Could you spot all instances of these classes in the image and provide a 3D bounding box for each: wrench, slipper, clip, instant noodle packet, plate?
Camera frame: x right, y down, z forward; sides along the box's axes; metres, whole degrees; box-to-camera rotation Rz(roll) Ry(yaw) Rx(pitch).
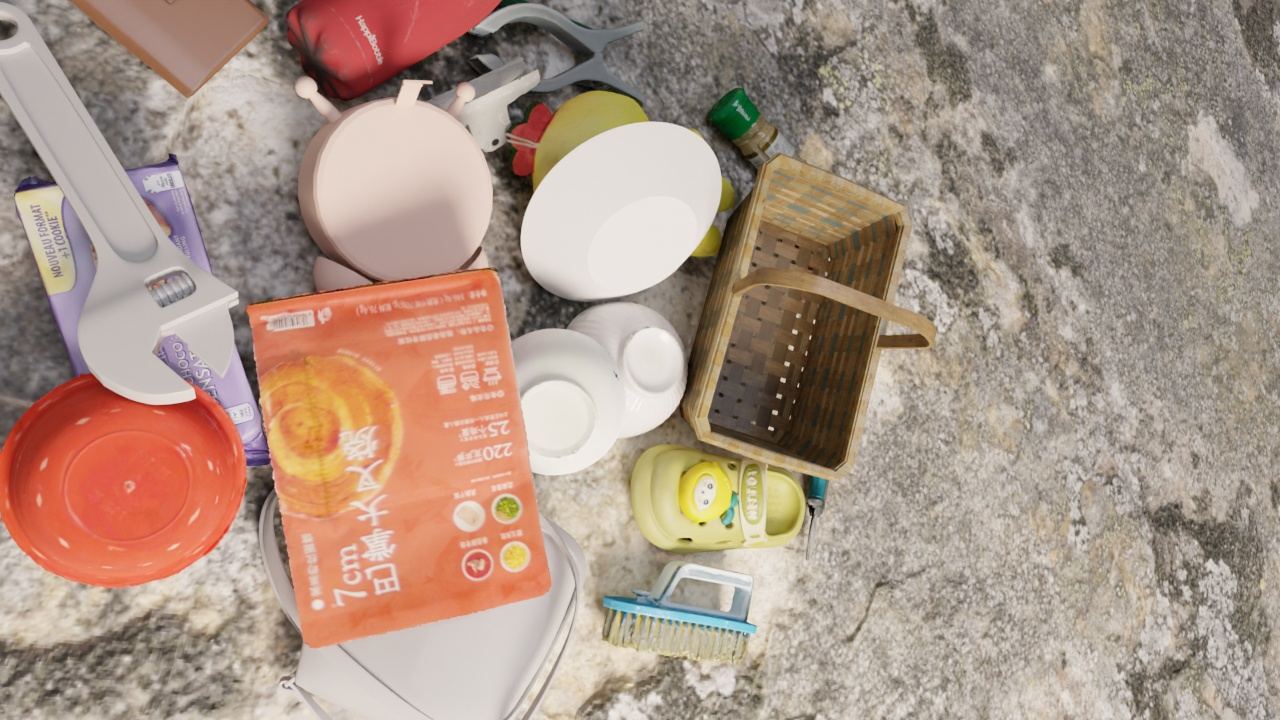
[{"bbox_3d":[-0.326,-0.095,0.532,0.086,0.018,0.273,-32,84,-29],"label":"wrench"},{"bbox_3d":[0.082,0.124,0.791,0.190,0.082,0.091,11,79,-33],"label":"slipper"},{"bbox_3d":[-0.127,-0.201,0.732,0.102,0.054,0.057,-29,84,-12],"label":"clip"},{"bbox_3d":[-0.155,0.063,0.608,0.164,0.084,0.220,-10,80,-16],"label":"instant noodle packet"},{"bbox_3d":[-0.066,-0.275,0.778,0.163,0.028,0.106,1,95,-31],"label":"clip"},{"bbox_3d":[-0.005,-0.101,0.722,0.173,0.174,0.036,-2,45,-32],"label":"plate"}]

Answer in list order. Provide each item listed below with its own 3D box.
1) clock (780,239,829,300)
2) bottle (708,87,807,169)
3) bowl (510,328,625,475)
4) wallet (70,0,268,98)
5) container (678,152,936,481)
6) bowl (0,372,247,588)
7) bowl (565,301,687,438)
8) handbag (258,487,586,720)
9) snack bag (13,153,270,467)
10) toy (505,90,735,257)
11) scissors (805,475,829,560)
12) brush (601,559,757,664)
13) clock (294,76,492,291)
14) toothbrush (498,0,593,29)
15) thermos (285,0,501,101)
[{"bbox_3d":[0.191,-0.098,0.915,0.124,0.044,0.087,24,70,-26],"label":"clock"},{"bbox_3d":[0.117,-0.211,0.887,0.111,0.043,0.043,41,63,-21],"label":"bottle"},{"bbox_3d":[-0.065,0.037,0.692,0.113,0.063,0.113,-1,103,-6],"label":"bowl"},{"bbox_3d":[-0.331,-0.251,0.628,0.121,0.013,0.087,42,68,-20],"label":"wallet"},{"bbox_3d":[0.139,-0.035,0.760,0.157,0.187,0.249,18,82,-17],"label":"container"},{"bbox_3d":[-0.293,0.070,0.526,0.130,0.045,0.130,-1,91,-30],"label":"bowl"},{"bbox_3d":[-0.005,0.004,0.764,0.118,0.062,0.118,5,80,-31],"label":"bowl"},{"bbox_3d":[-0.164,0.160,0.631,0.222,0.096,0.215,34,64,-10],"label":"handbag"},{"bbox_3d":[-0.311,-0.020,0.579,0.096,0.058,0.205,-17,95,-29],"label":"snack bag"},{"bbox_3d":[-0.009,-0.149,0.770,0.207,0.092,0.134,17,88,-37],"label":"toy"},{"bbox_3d":[0.172,0.111,0.876,0.149,0.019,0.131,-53,145,-58],"label":"scissors"},{"bbox_3d":[0.030,0.204,0.758,0.135,0.055,0.075,17,78,-29],"label":"brush"},{"bbox_3d":[-0.169,-0.117,0.656,0.130,0.086,0.160,-9,109,-33],"label":"clock"},{"bbox_3d":[-0.117,-0.306,0.770,0.189,0.017,0.016,13,76,-30],"label":"toothbrush"},{"bbox_3d":[-0.152,-0.284,0.701,0.239,0.073,0.073,-42,105,-25],"label":"thermos"}]
